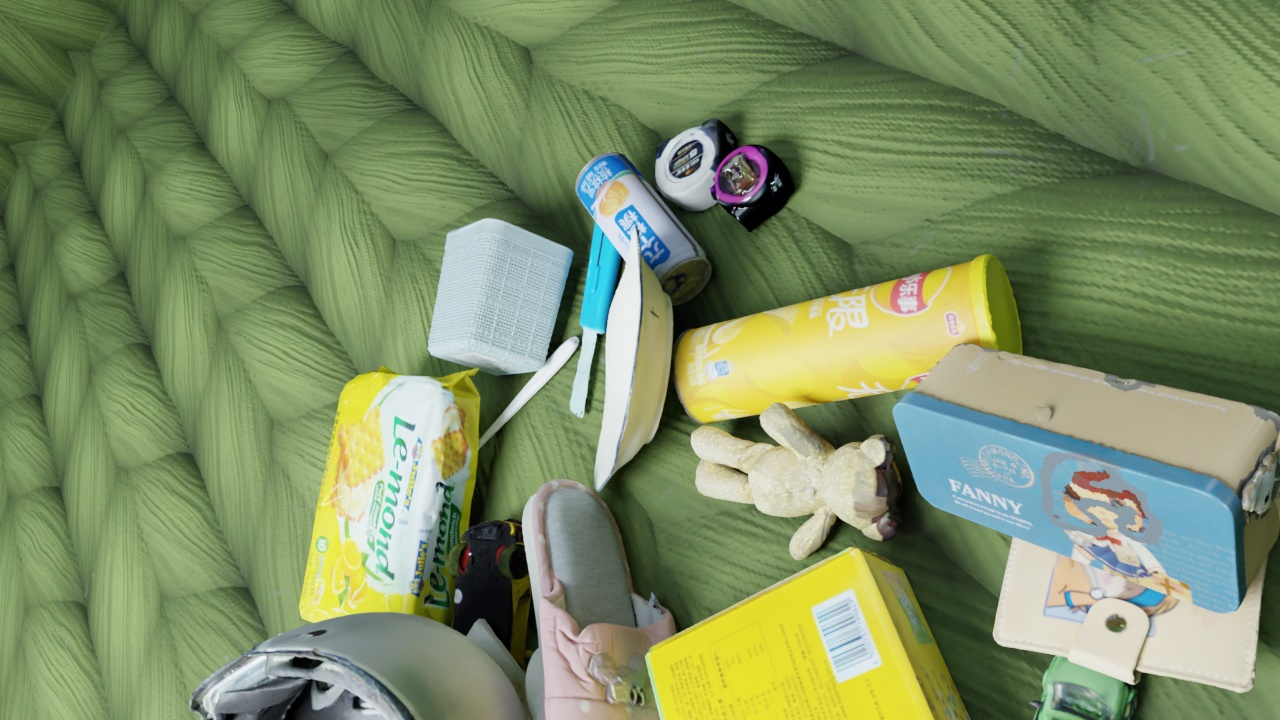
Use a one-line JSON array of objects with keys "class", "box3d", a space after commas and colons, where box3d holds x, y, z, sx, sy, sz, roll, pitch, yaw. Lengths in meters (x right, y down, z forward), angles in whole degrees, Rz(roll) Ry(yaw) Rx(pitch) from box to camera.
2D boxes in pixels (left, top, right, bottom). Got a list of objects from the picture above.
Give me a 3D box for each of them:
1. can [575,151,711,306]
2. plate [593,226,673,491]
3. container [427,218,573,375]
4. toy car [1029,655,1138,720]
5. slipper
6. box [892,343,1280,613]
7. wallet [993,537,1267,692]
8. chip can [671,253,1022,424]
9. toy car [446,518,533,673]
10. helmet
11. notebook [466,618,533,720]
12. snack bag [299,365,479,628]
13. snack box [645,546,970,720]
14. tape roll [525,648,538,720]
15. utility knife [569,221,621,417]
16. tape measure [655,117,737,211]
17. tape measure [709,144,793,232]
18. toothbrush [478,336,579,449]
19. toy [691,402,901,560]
[{"class": "can", "box3d": [0.001, -0.106, 0.735, 0.053, 0.053, 0.134, -44, 59, 15]}, {"class": "plate", "box3d": [-0.004, 0.004, 0.667, 0.164, 0.034, 0.164, 112, 164, -62]}, {"class": "container", "box3d": [-0.123, -0.050, 0.792, 0.090, 0.089, 0.111, -6, 70, 51]}, {"class": "toy car", "box3d": [0.214, 0.190, 0.455, 0.043, 0.036, 0.091, 10, 73, 42]}, {"class": "slipper", "box3d": [-0.020, 0.190, 0.594, 0.055, 0.114, 0.274, -41, 43, 29]}, {"class": "box", "box3d": [0.215, 0.051, 0.464, 0.061, 0.090, 0.184, -44, 34, -25]}, {"class": "wallet", "box3d": [0.242, 0.119, 0.459, 0.115, 0.024, 0.087, 3, 48, 38]}, {"class": "chip can", "box3d": [0.126, -0.009, 0.590, 0.214, 0.072, 0.072, -12, 63, 35]}, {"class": "toy car", "box3d": [-0.116, 0.200, 0.709, 0.071, 0.041, 0.155, -7, 76, 37]}, {"class": "helmet", "box3d": [-0.167, 0.270, 0.596, 0.230, 0.156, 0.275, 51, 126, 18]}, {"class": "notebook", "box3d": [-0.091, 0.305, 0.638, 0.206, 0.010, 0.146, 41, 105, 35]}, {"class": "snack bag", "box3d": [-0.208, 0.125, 0.785, 0.158, 0.068, 0.246, 1, 80, 41]}, {"class": "snack box", "box3d": [0.104, 0.232, 0.500, 0.158, 0.070, 0.209, -34, 53, 23]}, {"class": "tape roll", "box3d": [-0.042, 0.226, 0.609, 0.014, 0.085, 0.085, -35, 52, 23]}, {"class": "utility knife", "box3d": [-0.035, -0.056, 0.778, 0.034, 0.018, 0.218, -4, 69, 37]}, {"class": "tape measure", "box3d": [0.045, -0.156, 0.747, 0.066, 0.033, 0.066, -15, 59, 35]}, {"class": "tape measure", "box3d": [0.084, -0.135, 0.701, 0.057, 0.039, 0.057, -41, 50, 17]}, {"class": "toothbrush", "box3d": [-0.116, 0.043, 0.798, 0.180, 0.016, 0.016, -45, 50, 14]}, {"class": "toy", "box3d": [0.095, 0.073, 0.592, 0.157, 0.066, 0.105, 4, 106, 44]}]
